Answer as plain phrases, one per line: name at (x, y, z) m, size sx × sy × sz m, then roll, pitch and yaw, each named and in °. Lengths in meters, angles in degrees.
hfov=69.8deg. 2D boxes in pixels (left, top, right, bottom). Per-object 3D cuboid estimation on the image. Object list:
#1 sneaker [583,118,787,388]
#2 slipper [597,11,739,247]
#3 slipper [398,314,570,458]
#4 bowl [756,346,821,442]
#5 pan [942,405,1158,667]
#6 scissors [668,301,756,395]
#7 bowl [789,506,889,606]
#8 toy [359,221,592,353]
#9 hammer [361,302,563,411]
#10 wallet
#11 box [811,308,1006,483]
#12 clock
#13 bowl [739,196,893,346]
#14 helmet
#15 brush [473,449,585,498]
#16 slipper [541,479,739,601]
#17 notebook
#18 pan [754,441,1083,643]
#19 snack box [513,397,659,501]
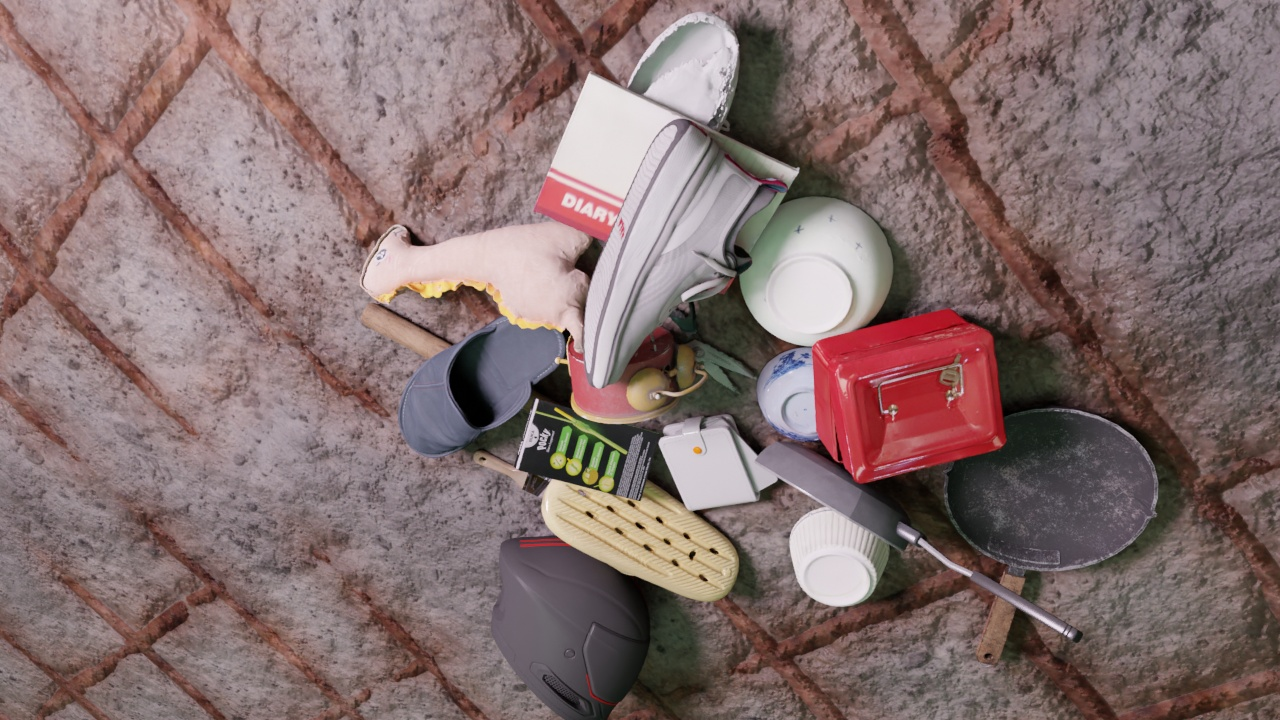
sneaker at (0.031, -0.081, 0.851) m, size 0.128 × 0.096 × 0.263 m, roll 20°, pitch 112°, yaw -16°
slipper at (0.024, -0.211, 0.872) m, size 0.112 × 0.074 × 0.247 m, roll 10°, pitch 130°, yaw -19°
slipper at (-0.193, 0.034, 1.027) m, size 0.266 × 0.083 × 0.109 m, roll -35°, pitch 100°, yaw 28°
bowl at (0.178, 0.046, 0.982) m, size 0.114 × 0.045 × 0.114 m, roll 7°, pitch 119°, yaw 13°
pan at (0.418, 0.198, 0.998) m, size 0.208 × 0.040 × 0.358 m, roll 11°, pitch 121°, yaw 10°
scissors at (0.048, -0.043, 0.992) m, size 0.210 × 0.015 × 0.142 m, roll 24°, pitch 120°, yaw 4°
bowl at (0.227, 0.233, 1.058) m, size 0.115 × 0.062 × 0.115 m, roll 7°, pitch 119°, yaw 13°
toy at (-0.178, -0.078, 0.971) m, size 0.264 × 0.195 × 0.065 m, roll -9°, pitch 151°, yaw 10°
hammer at (-0.185, 0.016, 1.083) m, size 0.322 × 0.040 × 0.130 m, roll 28°, pitch 118°, yaw 2°
wallet at (0.092, 0.116, 1.051) m, size 0.115 × 0.037 × 0.118 m, roll -12°, pitch 117°, yaw 22°
box at (0.254, 0.029, 0.894) m, size 0.157 × 0.112 × 0.135 m, roll -12°, pitch 110°, yaw -3°
clock at (-0.006, 0.006, 0.953) m, size 0.159 × 0.116 × 0.081 m, roll 14°, pitch 121°, yaw 35°
bowl at (0.169, -0.078, 0.903) m, size 0.153 × 0.072 × 0.154 m, roll 7°, pitch 118°, yaw 13°
helmet at (-0.080, 0.316, 1.136) m, size 0.170 × 0.164 × 0.264 m, roll -43°, pitch 107°, yaw 1°
brush at (-0.141, 0.149, 1.152) m, size 0.151 × 0.012 × 0.039 m, roll 25°, pitch 122°, yaw 3°
slipper at (-0.001, 0.204, 1.101) m, size 0.261 × 0.111 × 0.079 m, roll 30°, pitch 164°, yaw -13°
notebook at (0.020, -0.160, 0.864) m, size 0.208 × 0.012 × 0.153 m, roll 23°, pitch 126°, yaw -9°
pan at (0.262, 0.167, 0.901) m, size 0.178 × 0.357 × 0.041 m, roll 32°, pitch 88°, yaw -46°
snack box at (-0.059, 0.101, 1.031) m, size 0.147 × 0.025 × 0.080 m, roll 17°, pitch 86°, yaw -19°
